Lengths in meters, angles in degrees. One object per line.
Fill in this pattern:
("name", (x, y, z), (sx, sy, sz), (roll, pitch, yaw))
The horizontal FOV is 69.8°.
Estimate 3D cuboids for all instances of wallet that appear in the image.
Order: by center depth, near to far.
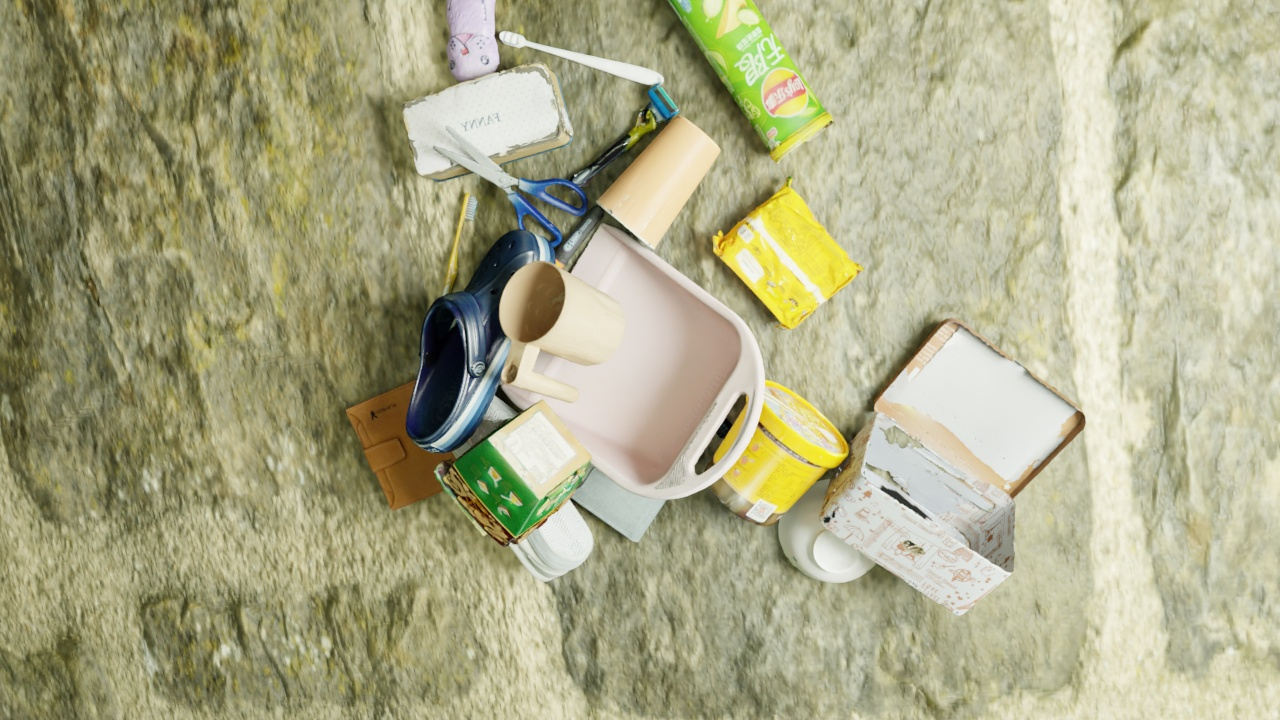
("wallet", (-0.012, 0.121, 1.013), (0.106, 0.037, 0.130), (34, 101, 1))
("wallet", (-0.263, 0.095, 1.049), (0.108, 0.031, 0.132), (-21, 94, 9))

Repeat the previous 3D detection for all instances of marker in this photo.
("marker", (-0.081, -0.118, 0.997), (0.018, 0.015, 0.124), (39, 100, -4))
("marker", (0.056, 0.030, 1.000), (0.022, 0.018, 0.130), (-38, 92, -14))

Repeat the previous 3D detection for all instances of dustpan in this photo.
("dustpan", (-0.005, 0.005, 0.922), (0.273, 0.138, 0.222), (31, 97, 9))

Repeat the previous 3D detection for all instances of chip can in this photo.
("chip can", (0.102, -0.308, 0.912), (0.073, 0.072, 0.221), (-34, 93, 11))

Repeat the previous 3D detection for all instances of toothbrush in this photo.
("toothbrush", (-0.062, -0.317, 0.962), (0.180, 0.016, 0.016), (17, 102, 5))
("toothbrush", (-0.207, -0.091, 1.019), (0.018, 0.016, 0.191), (13, 100, -3))

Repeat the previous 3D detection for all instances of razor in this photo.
("razor", (-0.020, -0.227, 0.967), (0.143, 0.022, 0.042), (-40, 65, 15))

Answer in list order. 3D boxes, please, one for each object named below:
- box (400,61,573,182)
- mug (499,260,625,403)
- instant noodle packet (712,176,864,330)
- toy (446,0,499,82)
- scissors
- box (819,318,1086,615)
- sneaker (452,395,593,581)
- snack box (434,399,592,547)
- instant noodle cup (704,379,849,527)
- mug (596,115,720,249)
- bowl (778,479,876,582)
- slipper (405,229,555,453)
("box", (-0.168, -0.248, 0.969), (0.184, 0.059, 0.090), (-11, 96, 12))
("mug", (-0.081, -0.024, 0.912), (0.084, 0.103, 0.124), (12, 83, 37))
("instant noodle packet", (0.150, -0.109, 0.951), (0.111, 0.044, 0.128), (-40, 95, 5))
("toy", (-0.173, -0.344, 0.960), (0.084, 0.038, 0.108), (6, 99, 22))
("scissors", (-0.140, -0.177, 0.961), (0.171, 0.012, 0.141), (5, 127, -5))
("box", (0.309, 0.109, 0.903), (0.180, 0.156, 0.227), (36, 111, 1))
("sneaker", (-0.152, 0.138, 1.018), (0.242, 0.089, 0.091), (53, 131, 8))
("snack box", (-0.118, 0.104, 0.922), (0.117, 0.118, 0.106), (48, 140, 5))
("instant noodle cup", (0.135, 0.100, 0.953), (0.118, 0.118, 0.115), (35, 109, 1))
("mug", (0.022, -0.186, 0.944), (0.078, 0.078, 0.123), (40, 96, 0))
("bowl", (0.208, 0.192, 0.979), (0.118, 0.064, 0.118), (1, 98, 7))
("slipper", (-0.181, -0.030, 0.946), (0.105, 0.095, 0.252), (16, 77, 42))
